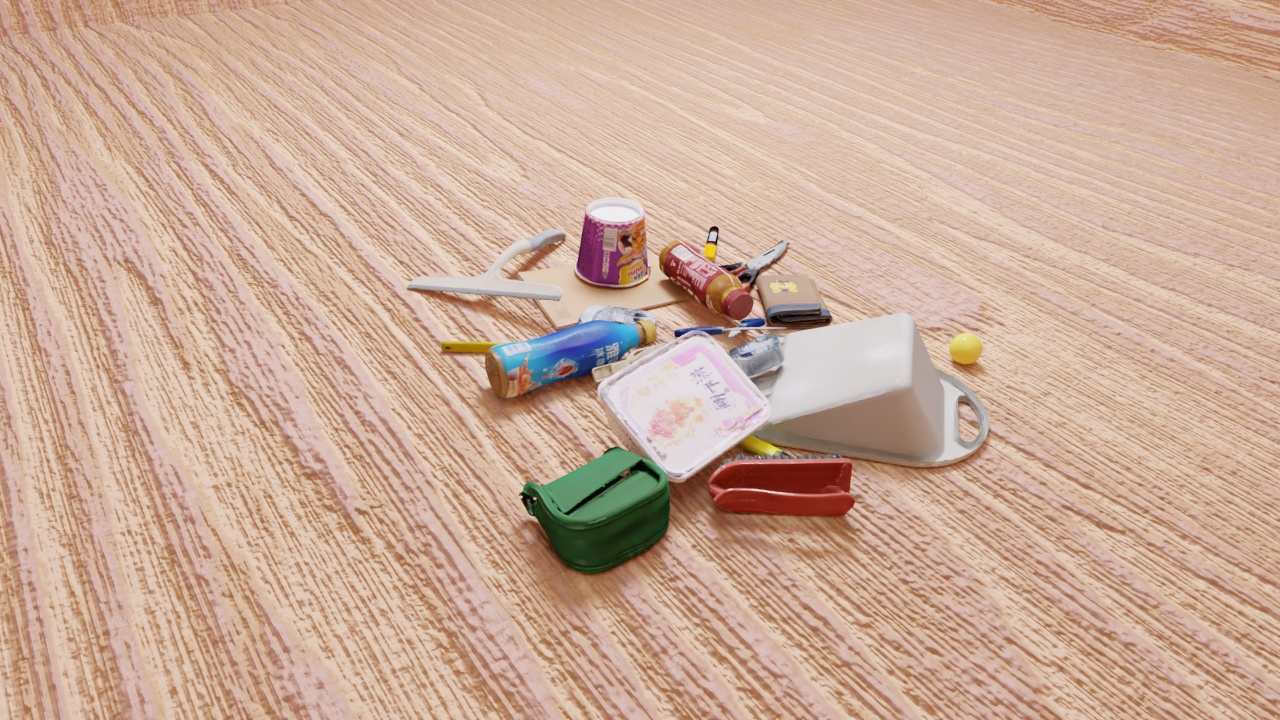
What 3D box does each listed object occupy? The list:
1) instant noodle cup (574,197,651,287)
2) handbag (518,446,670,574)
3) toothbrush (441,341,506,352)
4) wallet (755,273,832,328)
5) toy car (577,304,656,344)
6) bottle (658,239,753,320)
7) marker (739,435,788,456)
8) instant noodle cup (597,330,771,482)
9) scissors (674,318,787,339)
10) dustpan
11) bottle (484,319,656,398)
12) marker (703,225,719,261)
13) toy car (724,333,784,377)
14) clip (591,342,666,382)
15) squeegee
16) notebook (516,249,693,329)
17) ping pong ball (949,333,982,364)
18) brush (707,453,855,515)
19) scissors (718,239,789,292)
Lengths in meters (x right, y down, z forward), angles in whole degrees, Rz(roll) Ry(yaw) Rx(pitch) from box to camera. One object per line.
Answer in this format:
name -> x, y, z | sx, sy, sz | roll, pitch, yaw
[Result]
instant noodle cup -> -0.038, -0.174, 1.315 | 0.111, 0.099, 0.111 | 3, 34, -2
handbag -> -0.041, 0.142, 0.915 | 0.131, 0.068, 0.120 | -23, 35, -30
toothbrush -> -0.159, -0.019, 1.176 | 0.190, 0.016, 0.016 | 1, 30, -2
wallet -> 0.213, -0.085, 1.284 | 0.090, 0.033, 0.115 | -1, 31, -3
toy car -> -0.031, -0.051, 1.212 | 0.105, 0.031, 0.048 | 6, 43, 7
bottle -> 0.090, -0.109, 1.260 | 0.057, 0.058, 0.175 | -16, 35, -24
marker -> 0.164, 0.113, 1.009 | 0.124, 0.015, 0.018 | 26, 36, 26
instant noodle cup -> 0.042, 0.057, 1.007 | 0.173, 0.061, 0.138 | -29, 72, -37
scissors -> 0.117, -0.040, 1.177 | 0.163, 0.012, 0.175 | -3, 8, 23
dustpan -> 0.270, 0.052, 1.107 | 0.258, 0.143, 0.222 | -16, 27, 27
bottle -> -0.080, -0.011, 1.128 | 0.218, 0.065, 0.065 | -17, 39, -26
marker -> 0.111, -0.183, 1.433 | 0.018, 0.015, 0.123 | 8, 32, 5
toy car -> 0.132, 0.001, 1.122 | 0.090, 0.043, 0.034 | -20, 31, 2
clip -> -0.008, 0.007, 1.116 | 0.100, 0.035, 0.076 | -18, 5, -39
squeegee -> -0.171, -0.157, 1.338 | 0.247, 0.039, 0.245 | 6, 28, 24
notebook -> -0.051, -0.106, 1.313 | 0.211, 0.012, 0.149 | -14, 39, -23
ping pong ball -> 0.420, -0.015, 1.185 | 0.040, 0.040, 0.040 | 2, 35, -1
brush -> 0.142, 0.130, 0.938 | 0.146, 0.063, 0.069 | 1, 21, 0
scissors -> 0.153, -0.145, 1.378 | 0.177, 0.015, 0.209 | 3, 34, 2
